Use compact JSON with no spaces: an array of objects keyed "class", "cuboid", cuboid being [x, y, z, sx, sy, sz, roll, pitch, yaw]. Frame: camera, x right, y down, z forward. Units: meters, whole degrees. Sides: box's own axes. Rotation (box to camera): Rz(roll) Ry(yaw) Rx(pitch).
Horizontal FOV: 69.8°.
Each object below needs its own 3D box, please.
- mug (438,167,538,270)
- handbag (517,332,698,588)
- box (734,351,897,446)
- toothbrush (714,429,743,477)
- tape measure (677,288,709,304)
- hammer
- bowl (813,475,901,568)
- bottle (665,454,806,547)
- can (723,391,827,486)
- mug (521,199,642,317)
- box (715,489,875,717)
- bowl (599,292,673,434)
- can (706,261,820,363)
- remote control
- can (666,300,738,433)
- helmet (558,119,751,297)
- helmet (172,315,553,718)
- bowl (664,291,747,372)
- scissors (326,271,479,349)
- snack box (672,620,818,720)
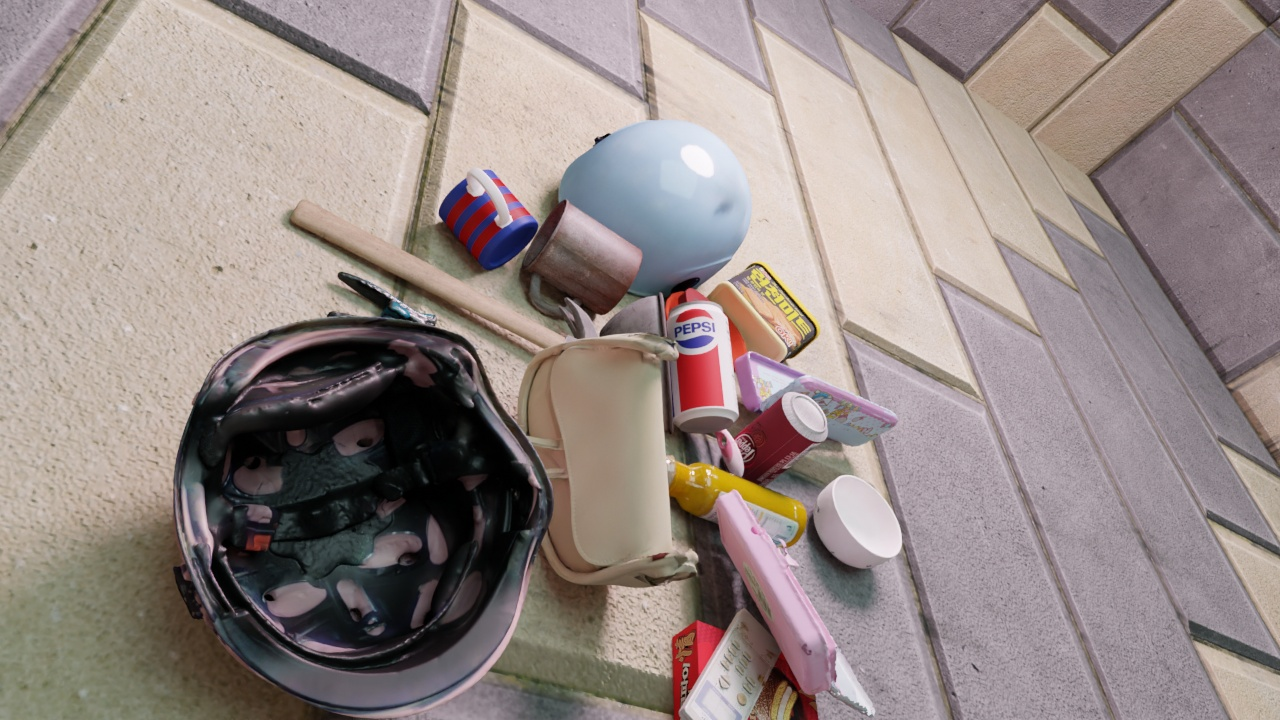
[{"class":"mug","cuboid":[-0.157,-0.154,0.952,0.074,0.112,0.076,-39,83,-19]},{"class":"handbag","cuboid":[-0.044,0.081,0.777,0.131,0.185,0.228,8,67,-35]},{"class":"box","cuboid":[0.217,0.040,1.102,0.214,0.093,0.089,20,50,-43]},{"class":"toothbrush","cuboid":[0.088,0.082,1.009,0.016,0.022,0.135,24,26,-34]},{"class":"tape measure","cuboid":[0.070,-0.057,1.087,0.059,0.019,0.051,30,35,-30]},{"class":"hammer","cuboid":[-0.184,-0.065,0.907,0.331,0.031,0.119,27,45,-16]},{"class":"bowl","cuboid":[0.239,0.187,1.038,0.105,0.054,0.104,25,42,-25]},{"class":"bottle","cuboid":[0.083,0.140,0.935,0.186,0.053,0.053,24,40,-25]},{"class":"can","cuboid":[0.145,0.088,0.993,0.063,0.114,0.063,26,39,-24]},{"class":"mug","cuboid":[-0.070,-0.098,1.009,0.110,0.096,0.122,29,74,-14]},{"class":"box","cuboid":[0.133,0.226,0.845,0.156,0.059,0.201,61,0,-37]},{"class":"bowl","cuboid":[-0.006,0.005,0.938,0.067,0.145,0.144,-4,47,0]},{"class":"can","cuboid":[0.152,-0.053,1.182,0.131,0.073,0.100,50,38,8]},{"class":"remote control","cuboid":[0.079,0.267,0.771,0.050,0.011,0.135,46,35,3]},{"class":"can","cuboid":[0.065,0.008,0.998,0.070,0.070,0.132,13,62,-36]},{"class":"helmet","cuboid":[0.029,-0.201,1.136,0.264,0.167,0.225,-24,82,-43]},{"class":"helmet","cuboid":[-0.192,0.107,0.607,0.229,0.153,0.255,-21,81,-41]},{"class":"bowl","cuboid":[0.070,-0.025,1.104,0.122,0.035,0.121,26,39,-24]},{"class":"scissors","cuboid":[-0.223,-0.036,0.844,0.150,0.019,0.120,48,35,2]},{"class":"snack box","cuboid":[0.093,0.316,0.779,0.132,0.036,0.151,26,39,-23]}]
